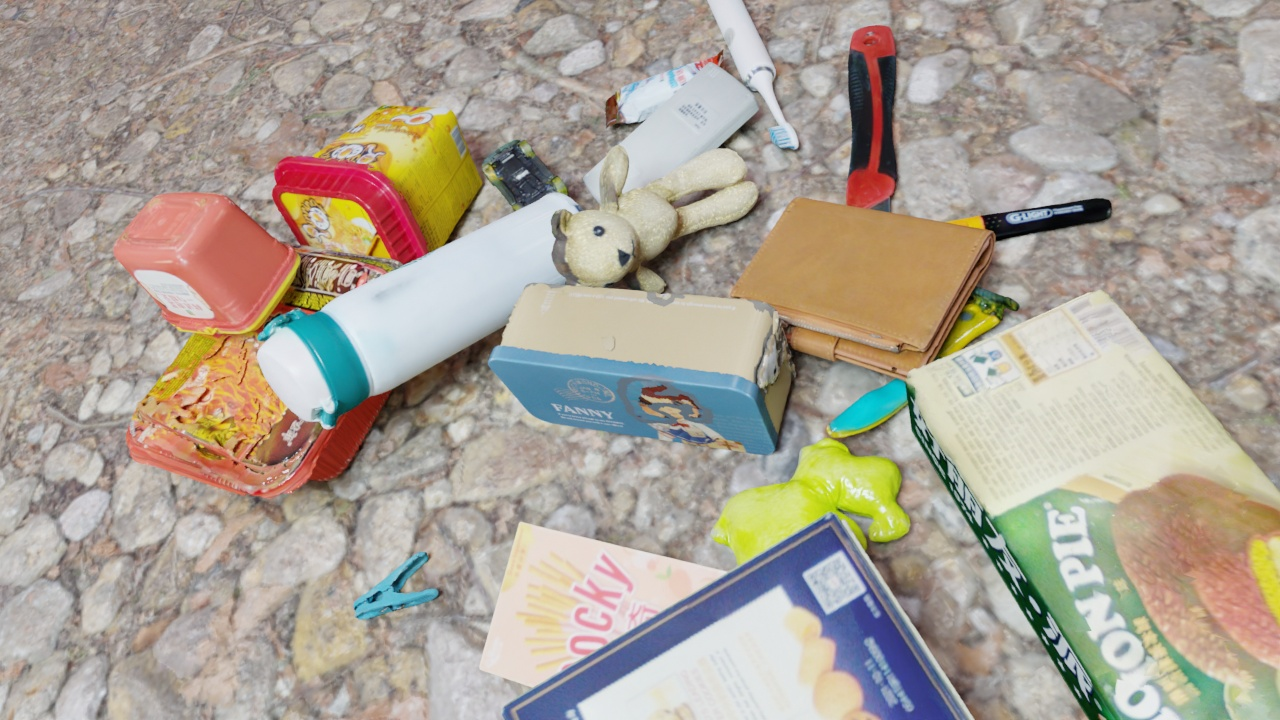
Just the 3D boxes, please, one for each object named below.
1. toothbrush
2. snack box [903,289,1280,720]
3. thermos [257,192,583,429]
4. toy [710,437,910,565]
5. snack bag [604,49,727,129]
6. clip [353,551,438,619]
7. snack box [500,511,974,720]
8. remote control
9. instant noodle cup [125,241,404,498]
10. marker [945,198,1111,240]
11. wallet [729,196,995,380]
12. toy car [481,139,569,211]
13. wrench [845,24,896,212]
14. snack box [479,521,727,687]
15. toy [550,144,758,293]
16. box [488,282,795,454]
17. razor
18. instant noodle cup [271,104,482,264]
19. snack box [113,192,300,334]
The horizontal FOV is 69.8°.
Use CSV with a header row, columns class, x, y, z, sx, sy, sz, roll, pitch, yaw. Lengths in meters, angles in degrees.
class,x,y,z,sx,sy,sz,roll,pitch,yaw
toothbrush,0.085,-0.238,0.716,0.026,0.027,0.220,-8,54,-8
snack box,0.231,0.086,0.428,0.114,0.063,0.239,-25,53,3
thermos,-0.130,-0.037,0.587,0.223,0.073,0.073,-33,50,-31
toy,0.093,0.087,0.498,0.097,0.031,0.100,19,66,27
snack bag,0.020,-0.213,0.724,0.104,0.026,0.048,-14,47,11
clip,-0.151,0.142,0.563,0.055,0.013,0.034,-31,52,-1
snack box,0.058,0.191,0.405,0.182,0.046,0.178,-30,70,0
remote control,0.021,-0.160,0.680,0.135,0.019,0.056,-43,59,2
instant noodle cup,-0.245,0.012,0.642,0.165,0.079,0.188,12,62,27
marker,0.226,-0.085,0.571,0.124,0.015,0.018,-8,60,13
wallet,0.128,-0.047,0.549,0.132,0.031,0.107,18,64,37
toy car,-0.087,-0.134,0.704,0.043,0.036,0.091,-35,52,-5
wrench,0.154,-0.136,0.631,0.056,0.016,0.272,1,60,21
snack box,-0.005,0.144,0.487,0.157,0.026,0.084,8,77,24
toy,0.011,-0.092,0.605,0.157,0.105,0.066,-29,32,-26
box,-0.003,0.003,0.553,0.184,0.090,0.063,4,61,25
razor,0.158,0.003,0.529,0.132,0.028,0.043,-40,40,-11
instant noodle cup,-0.192,-0.129,0.701,0.116,0.116,0.123,10,51,26
snack box,-0.293,-0.066,0.614,0.091,0.080,0.081,6,58,28
